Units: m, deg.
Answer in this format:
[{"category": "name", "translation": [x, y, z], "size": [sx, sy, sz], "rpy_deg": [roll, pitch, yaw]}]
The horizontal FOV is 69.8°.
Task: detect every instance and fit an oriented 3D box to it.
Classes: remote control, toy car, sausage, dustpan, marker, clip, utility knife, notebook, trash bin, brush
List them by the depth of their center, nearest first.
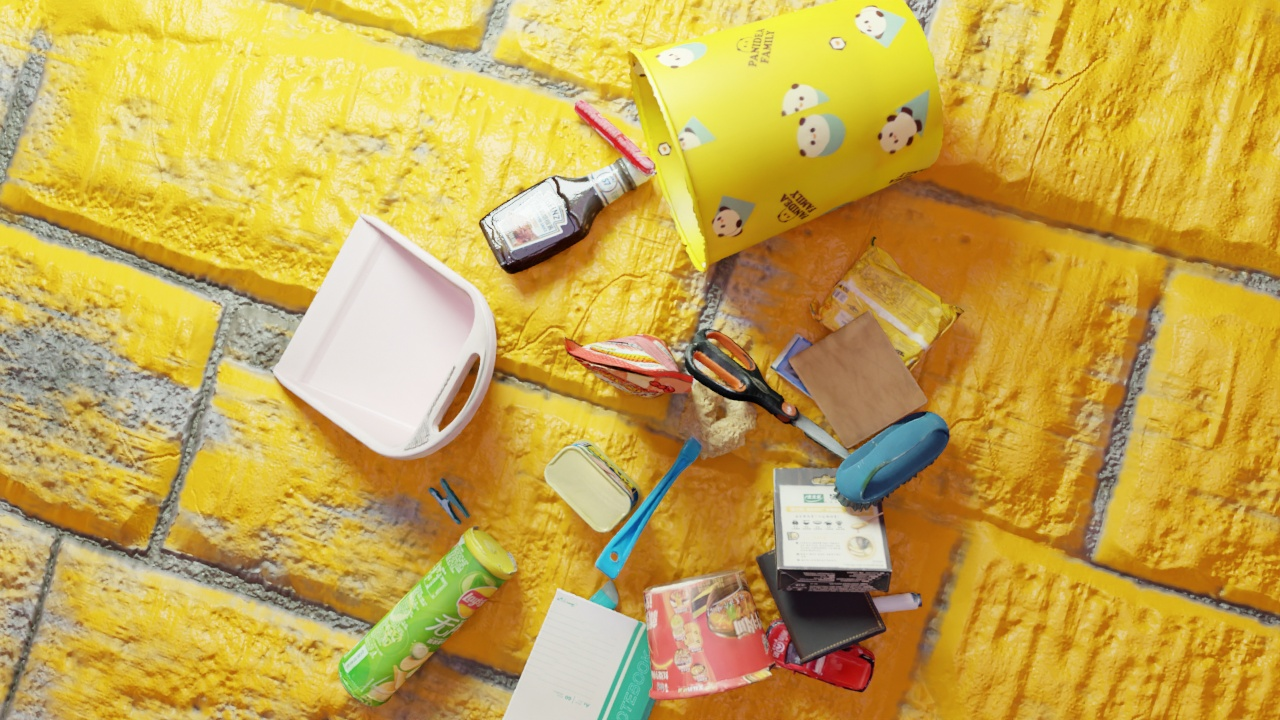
[{"category": "trash bin", "translation": [0.143, -0.237, 0.919], "size": [0.255, 0.229, 0.229], "rpy_deg": [-19, 86, -1]}, {"category": "brush", "translation": [0.261, 0.097, 0.944], "size": [0.143, 0.074, 0.055], "rpy_deg": [-31, 63, -18]}, {"category": "brush", "translation": [0.036, 0.119, 0.957], "size": [0.083, 0.046, 0.254], "rpy_deg": [40, 68, -5]}, {"category": "toy car", "translation": [0.190, 0.315, 0.979], "size": [0.120, 0.045, 0.053], "rpy_deg": [17, 88, 8]}, {"category": "marker", "translation": [0.236, 0.264, 0.989], "size": [0.131, 0.018, 0.022], "rpy_deg": [-9, 78, 6]}, {"category": "dustpan", "translation": [-0.273, -0.022, 0.990], "size": [0.273, 0.139, 0.222], "rpy_deg": [27, 92, 5]}, {"category": "remote control", "translation": [0.205, 0.026, 0.996], "size": [0.125, 0.024, 0.049], "rpy_deg": [38, 92, 6]}, {"category": "sausage", "translation": [-0.028, -0.245, 1.005], "size": [0.020, 0.020, 0.156], "rpy_deg": [-44, 60, 3]}, {"category": "notebook", "translation": [-0.063, 0.374, 1.011], "size": [0.150, 0.012, 0.209], "rpy_deg": [22, 91, -2]}, {"category": "utility knife", "translation": [-0.082, 0.315, 1.022], "size": [0.029, 0.013, 0.171], "rpy_deg": [42, 91, 8]}, {"category": "clip", "translation": [-0.217, 0.161, 1.040], "size": [0.046, 0.014, 0.057], "rpy_deg": [-41, 84, 1]}]

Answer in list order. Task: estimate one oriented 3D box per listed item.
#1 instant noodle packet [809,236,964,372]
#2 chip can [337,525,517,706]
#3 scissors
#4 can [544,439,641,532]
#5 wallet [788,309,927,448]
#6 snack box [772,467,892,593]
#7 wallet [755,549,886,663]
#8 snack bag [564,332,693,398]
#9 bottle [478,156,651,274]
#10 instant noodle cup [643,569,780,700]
[{"category": "instant noodle packet", "translation": [0.260, -0.053, 0.983], "size": [0.128, 0.044, 0.111], "rpy_deg": [41, 94, 8]}, {"category": "chip can", "translation": [-0.237, 0.284, 1.010], "size": [0.221, 0.072, 0.072], "rpy_deg": [-45, 85, 3]}, {"category": "scissors", "translation": [0.153, 0.038, 0.992], "size": [0.234, 0.124, 0.022], "rpy_deg": [24, 132, -12]}, {"category": "can", "translation": [-0.051, 0.135, 0.989], "size": [0.102, 0.083, 0.057], "rpy_deg": [43, 93, 5]}, {"category": "wallet", "translation": [0.228, 0.021, 0.965], "size": [0.101, 0.020, 0.115], "rpy_deg": [-32, 90, 15]}, {"category": "snack box", "translation": [0.197, 0.176, 0.959], "size": [0.113, 0.125, 0.053], "rpy_deg": [0, 132, 6]}, {"category": "wallet", "translation": [0.190, 0.246, 0.972], "size": [0.096, 0.020, 0.122], "rpy_deg": [-23, 61, 0]}, {"category": "snack bag", "translation": [-0.005, 0.005, 0.926], "size": [0.128, 0.208, 0.073], "rpy_deg": [19, 91, 5]}, {"category": "bottle", "translation": [-0.080, -0.171, 1.022], "size": [0.195, 0.044, 0.080], "rpy_deg": [-29, 78, 3]}, {"category": "instant noodle cup", "translation": [0.064, 0.281, 0.953], "size": [0.138, 0.138, 0.108], "rpy_deg": [-13, 79, 5]}]
